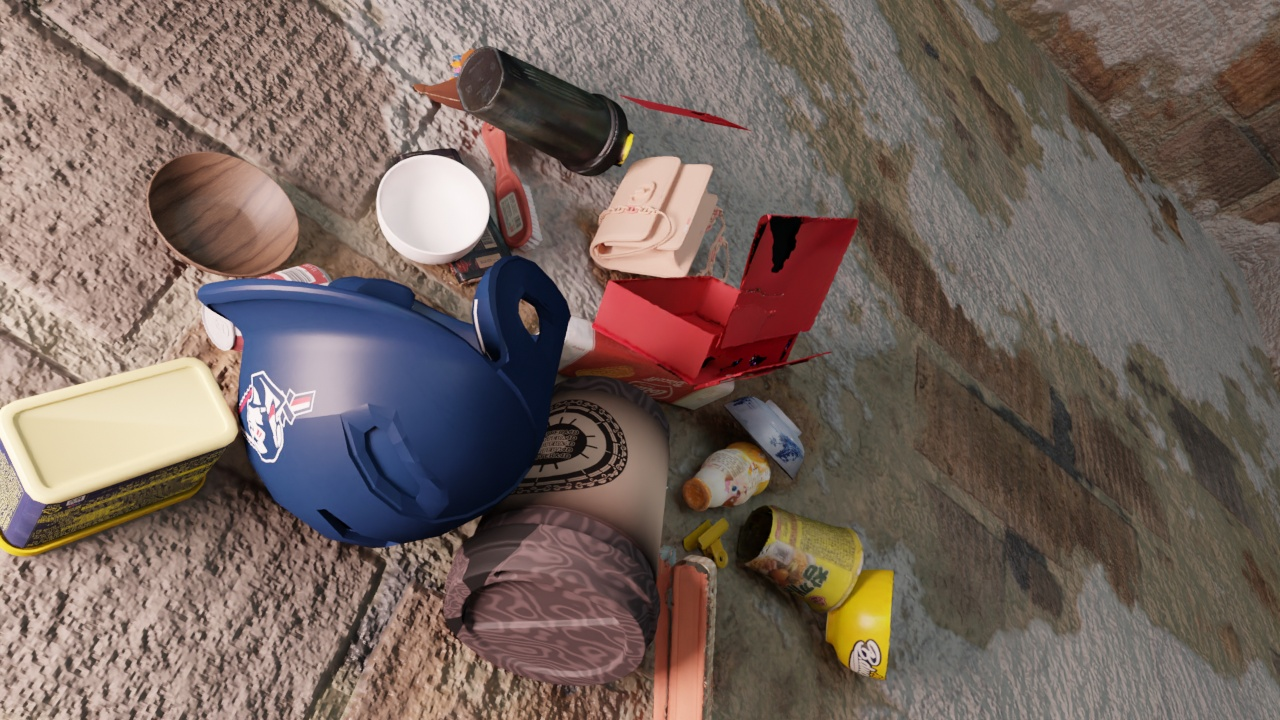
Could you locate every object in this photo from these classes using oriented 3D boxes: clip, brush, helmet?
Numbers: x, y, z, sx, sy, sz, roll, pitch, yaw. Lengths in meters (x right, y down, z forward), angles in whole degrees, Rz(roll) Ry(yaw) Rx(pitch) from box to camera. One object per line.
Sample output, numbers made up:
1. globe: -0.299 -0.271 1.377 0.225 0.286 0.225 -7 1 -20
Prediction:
1. clip: 0.077 0.193 0.965 0.048 0.045 0.054 39 37 20
2. brush: -0.142 -0.195 1.008 0.030 0.041 0.172 19 50 -54
3. helmet: -0.193 0.019 0.672 0.272 0.233 0.222 40 61 -41

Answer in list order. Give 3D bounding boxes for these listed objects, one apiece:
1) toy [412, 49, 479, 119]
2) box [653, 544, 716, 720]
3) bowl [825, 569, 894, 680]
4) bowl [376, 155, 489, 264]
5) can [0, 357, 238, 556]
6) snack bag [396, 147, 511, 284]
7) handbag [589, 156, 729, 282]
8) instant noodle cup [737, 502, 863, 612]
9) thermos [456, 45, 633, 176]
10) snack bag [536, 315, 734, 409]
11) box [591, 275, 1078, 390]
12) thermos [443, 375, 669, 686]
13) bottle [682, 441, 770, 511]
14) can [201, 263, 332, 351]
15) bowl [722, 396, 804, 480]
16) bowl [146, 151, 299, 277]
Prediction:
1. toy: -0.202 -0.317 1.028 0.103 0.071 0.090 0 50 -17
2. box: 0.038 0.258 0.804 0.054 0.079 0.187 0 96 -20
3. bowl: 0.241 0.286 1.011 0.117 0.068 0.117 6 89 -74
4. bowl: -0.202 -0.141 0.890 0.104 0.054 0.104 5 74 -17
5. can: -0.352 0.061 0.608 0.134 0.105 0.075 -22 81 -47
6. snack bag: -0.189 -0.151 0.948 0.074 0.018 0.155 -20 79 -45
7. handbag: 0.022 -0.124 1.110 0.187 0.117 0.198 74 29 -47
8. instant noodle cup: 0.169 0.208 0.995 0.108 0.102 0.102 26 49 -16
9. thermos: -0.098 -0.272 1.021 0.220 0.098 0.098 13 56 -53
10. snack bag: -0.006 0.006 0.972 0.225 0.078 0.041 18 59 -33
11. box: 0.173 -0.027 0.865 0.211 0.411 0.107 -10 101 -55
12. thermos: -0.055 0.135 0.791 0.172 0.173 0.225 37 40 -19
13. bottle: 0.092 0.128 0.992 0.108 0.063 0.063 -18 78 -48
14. can: -0.303 -0.043 0.754 0.096 0.054 0.054 -29 86 -47
15. bowl: 0.149 0.078 1.041 0.114 0.045 0.114 47 2 -3
16. bowl: -0.352 -0.116 0.770 0.119 0.032 0.119 22 52 -31
